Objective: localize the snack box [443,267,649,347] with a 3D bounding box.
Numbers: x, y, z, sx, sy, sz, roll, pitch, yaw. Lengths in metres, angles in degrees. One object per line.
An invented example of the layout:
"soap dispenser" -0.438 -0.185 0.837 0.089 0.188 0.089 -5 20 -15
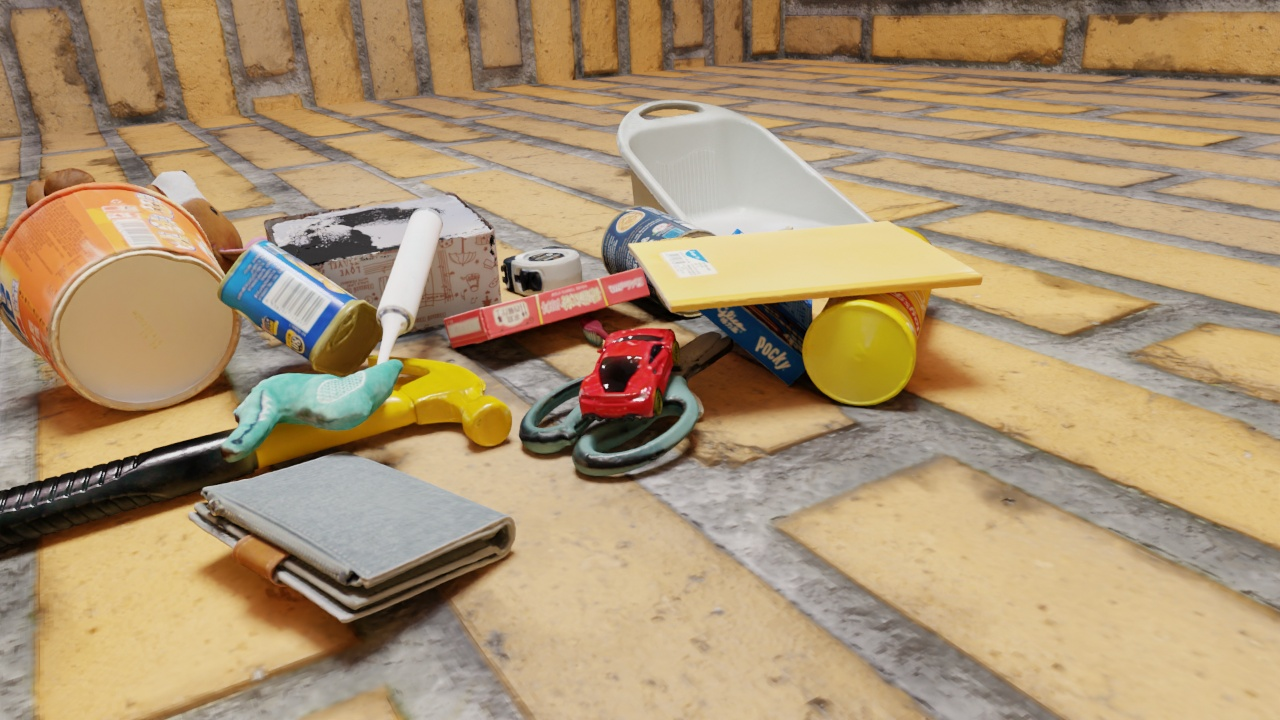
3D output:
"snack box" -0.074 -0.043 0.740 0.152 0.025 0.075 -18 6 -33

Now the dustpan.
"dustpan" 0.097 -0.202 0.990 0.222 0.143 0.258 -18 25 -31

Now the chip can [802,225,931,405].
"chip can" 0.174 -0.041 0.673 0.072 0.072 0.212 5 23 19

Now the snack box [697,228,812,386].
"snack box" 0.090 -0.045 0.689 0.084 0.026 0.156 40 24 -7

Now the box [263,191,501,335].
"box" -0.253 -0.097 0.851 0.178 0.103 0.261 -14 30 -24

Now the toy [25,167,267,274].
"toy" -0.469 -0.125 0.878 0.140 0.130 0.199 4 -8 45

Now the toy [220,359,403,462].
"toy" -0.193 0.027 0.525 0.092 0.030 0.096 -2 30 14

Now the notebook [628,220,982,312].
"notebook" 0.105 -0.069 0.635 0.206 0.010 0.145 -6 23 -9

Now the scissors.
"scissors" 0.018 0.024 0.575 0.185 0.019 0.129 -23 31 -22

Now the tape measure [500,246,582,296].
"tape measure" -0.088 -0.083 0.860 0.065 0.034 0.066 -21 26 -34

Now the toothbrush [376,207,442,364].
"toothbrush" -0.167 -0.045 0.646 0.026 0.027 0.220 -13 37 7

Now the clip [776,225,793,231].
"clip" 0.116 -0.085 0.800 0.101 0.096 0.035 -5 20 -35

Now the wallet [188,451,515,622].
"wallet" -0.144 0.084 0.453 0.130 0.037 0.106 15 18 34

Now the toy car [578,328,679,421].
"toy car" -0.006 0.003 0.571 0.049 0.031 0.106 0 27 14

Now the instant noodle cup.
"instant noodle cup" -0.365 -0.040 0.655 0.151 0.152 0.111 -20 36 -35

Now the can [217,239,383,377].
"can" -0.235 -0.036 0.649 0.083 0.057 0.102 34 -6 2

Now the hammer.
"hammer" -0.234 0.053 0.545 0.300 0.033 0.129 -16 25 -30

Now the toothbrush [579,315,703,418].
"toothbrush" -0.004 0.004 0.662 0.016 0.017 0.187 -21 29 -20

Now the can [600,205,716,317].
"can" 0.022 -0.088 0.803 0.075 0.075 0.111 -13 24 -23
